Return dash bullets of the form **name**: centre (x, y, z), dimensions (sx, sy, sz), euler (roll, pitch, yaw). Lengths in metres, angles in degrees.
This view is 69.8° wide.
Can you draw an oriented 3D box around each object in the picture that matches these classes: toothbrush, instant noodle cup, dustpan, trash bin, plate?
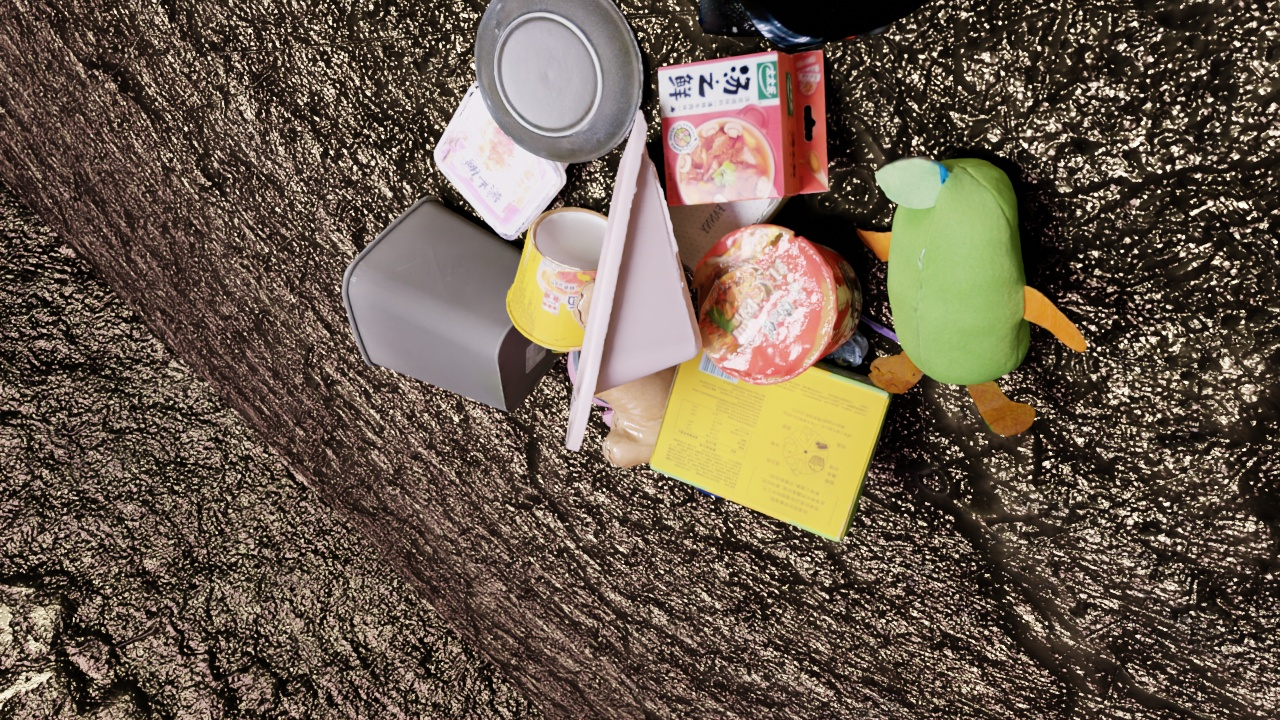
- **toothbrush**: centre (0.187, -0.058, 0.882), dimensions (0.189, 0.016, 0.014), euler (32, 158, 13)
- **instant noodle cup**: centre (0.131, -0.051, 0.822), dimensions (0.138, 0.108, 0.138), euler (4, 98, 33)
- **dustpan**: centre (-0.038, -0.066, 0.833), dimensions (0.222, 0.139, 0.273), euler (174, 79, -86)
- **trash bin**: centre (-0.223, -0.061, 1.176), dimensions (0.220, 0.198, 0.199), euler (25, 145, 17)
- **instant noodle cup**: centre (-0.143, -0.225, 1.009), dimensions (0.138, 0.060, 0.174), euler (48, 149, -6)
- **plate**: centre (-0.084, -0.271, 0.867), dimensions (0.179, 0.024, 0.180), euler (12, 123, 20)
- **instant noodle cup**: centre (-0.075, -0.096, 1.023), dimensions (0.138, 0.137, 0.110), euler (34, 138, 16)

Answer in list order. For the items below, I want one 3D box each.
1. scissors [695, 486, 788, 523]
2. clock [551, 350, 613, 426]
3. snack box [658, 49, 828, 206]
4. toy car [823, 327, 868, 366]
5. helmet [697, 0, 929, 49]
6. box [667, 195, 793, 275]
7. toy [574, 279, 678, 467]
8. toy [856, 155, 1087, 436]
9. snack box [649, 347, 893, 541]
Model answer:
- **scissors**: centre (0.146, 0.152, 1.094), dimensions (0.162, 0.012, 0.176), euler (-1, 142, 12)
- **clock**: centre (-0.019, 0.016, 1.099), dimensions (0.158, 0.117, 0.060), euler (49, 158, -3)
- **snack box**: centre (0.083, -0.187, 0.742), dimensions (0.127, 0.044, 0.113), euler (0, 101, 26)
- **toy car**: centre (0.167, -0.032, 0.903), dimensions (0.121, 0.036, 0.054), euler (23, 156, 30)
- **helmet**: centre (0.107, -0.292, 0.469), dimensions (0.231, 0.274, 0.233), euler (-8, 135, 20)
- **box**: centre (0.078, -0.143, 0.862), dimensions (0.090, 0.059, 0.185), euler (45, 150, 1)
- **toy**: centre (-0.006, 0.006, 1.010), dimensions (0.083, 0.143, 0.226), euler (3, 119, 50)
- **toy**: centre (0.254, -0.054, 0.738), dimensions (0.227, 0.089, 0.247), euler (33, 146, 43)
- **snack box**: centre (0.131, 0.069, 0.928), dimensions (0.210, 0.070, 0.158), euler (19, 101, 18)
